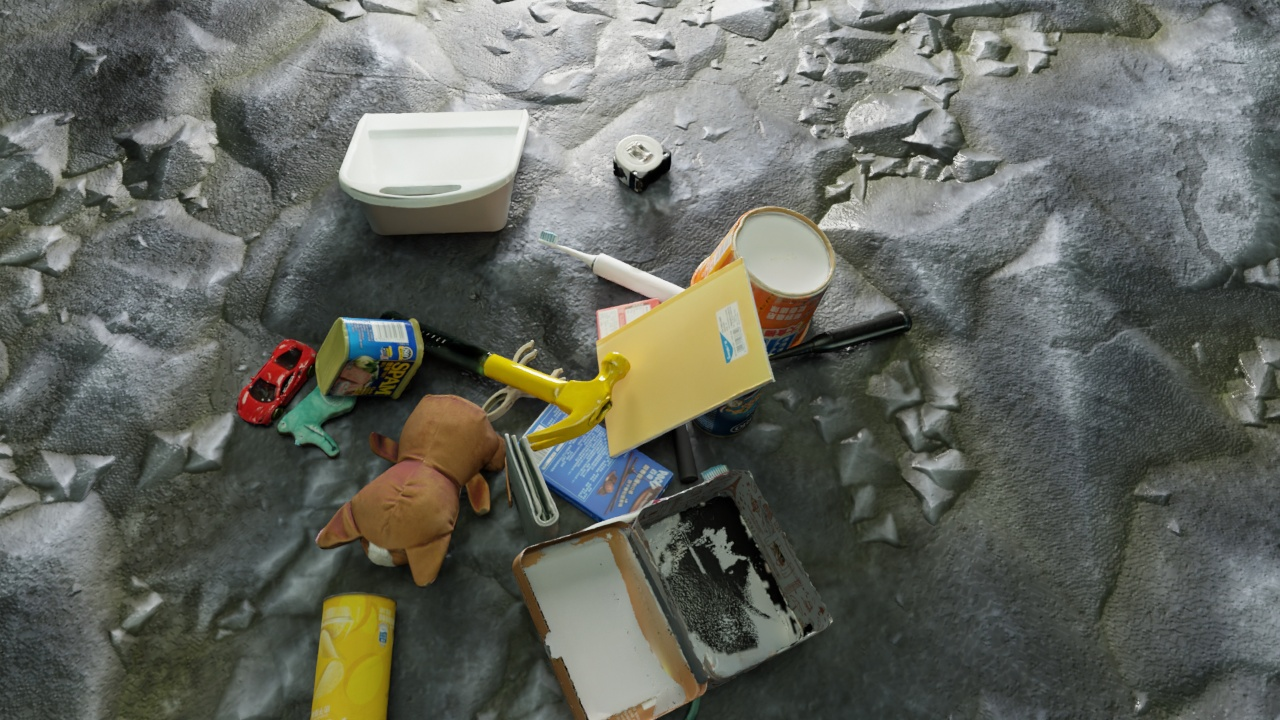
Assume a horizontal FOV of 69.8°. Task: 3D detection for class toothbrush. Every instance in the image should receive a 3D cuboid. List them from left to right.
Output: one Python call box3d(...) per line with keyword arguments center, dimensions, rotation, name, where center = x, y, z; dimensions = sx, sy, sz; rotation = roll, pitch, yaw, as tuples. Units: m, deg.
box3d(center=(-0.025, -0.105, 1.099), dimensions=(0.221, 0.026, 0.026), rotation=(25, 98, 12), name="toothbrush")
box3d(center=(0.009, 0.147, 0.939), dimensions=(0.187, 0.016, 0.017), rotation=(-22, 60, -13), name="toothbrush")
box3d(center=(0.214, -0.022, 1.043), dimensions=(0.212, 0.027, 0.026), rotation=(-14, 53, -18), name="toothbrush")

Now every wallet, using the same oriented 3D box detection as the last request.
box3d(center=(-0.111, 0.139, 0.905), dimensions=(0.037, 0.130, 0.106), rotation=(-18, 63, -15), name="wallet")

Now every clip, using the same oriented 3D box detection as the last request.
box3d(center=(-0.123, 0.031, 1.019), dimensions=(0.096, 0.035, 0.101), rotation=(17, 67, 9), name="clip")

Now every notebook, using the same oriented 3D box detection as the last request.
box3d(center=(0.037, -0.001, 0.945), dimensions=(0.207, 0.010, 0.145), rotation=(-29, 55, 31), name="notebook")

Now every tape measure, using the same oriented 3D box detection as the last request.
box3d(center=(-0.002, -0.255, 1.177), dimensions=(0.066, 0.034, 0.065), rotation=(38, 65, 17), name="tape measure")

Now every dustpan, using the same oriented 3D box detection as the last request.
box3d(center=(-0.249, -0.250, 1.108), dimensions=(0.222, 0.143, 0.257), rotation=(-2, 63, -3), name="dustpan")

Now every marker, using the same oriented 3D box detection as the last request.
box3d(center=(0.041, 0.072, 1.008), dimensions=(0.022, 0.020, 0.131), rotation=(-2, 61, -15), name="marker")

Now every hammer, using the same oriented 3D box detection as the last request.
box3d(center=(-0.165, 0.005, 0.994), dimensions=(0.301, 0.033, 0.128), rotation=(21, 61, 24), name="hammer")

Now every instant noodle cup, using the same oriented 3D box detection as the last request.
box3d(center=(0.142, -0.093, 1.032), dimensions=(0.151, 0.112, 0.151), rotation=(7, 60, -12), name="instant noodle cup")

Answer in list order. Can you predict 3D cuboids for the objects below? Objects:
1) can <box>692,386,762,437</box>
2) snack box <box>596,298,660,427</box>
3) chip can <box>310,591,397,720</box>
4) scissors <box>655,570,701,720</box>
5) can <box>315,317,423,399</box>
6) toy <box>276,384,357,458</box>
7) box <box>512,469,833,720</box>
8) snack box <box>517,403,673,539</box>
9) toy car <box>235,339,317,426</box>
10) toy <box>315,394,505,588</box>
box3d(center=(0.092, 0.026, 0.982), dimensions=(0.075, 0.111, 0.075), rotation=(1, 61, -1), name="can")
box3d(center=(-0.006, 0.006, 1.029), dimensions=(0.075, 0.025, 0.152), rotation=(-11, 61, 9), name="snack box")
box3d(center=(-0.265, 0.325, 0.835), dimensions=(0.072, 0.072, 0.213), rotation=(-2, 61, -3), name="chip can")
box3d(center=(0.030, 0.290, 0.891), dimensions=(0.129, 0.019, 0.184), rotation=(29, 66, 13), name="scissors")
box3d(center=(-0.290, -0.002, 0.977), dimensions=(0.083, 0.102, 0.057), rotation=(2, 57, -36), name="can")
box3d(center=(-0.349, 0.059, 1.001), dimensions=(0.096, 0.030, 0.091), rotation=(42, 73, 11), name="toy")
box3d(center=(0.024, 0.224, 0.854), dimensions=(0.260, 0.103, 0.178), rotation=(-20, 68, -22), name="box")
box3d(center=(-0.053, 0.115, 0.978), dimensions=(0.157, 0.026, 0.084), rotation=(32, 66, 14), name="snack box")
box3d(center=(-0.404, 0.024, 1.017), dimensions=(0.049, 0.031, 0.106), rotation=(26, 66, 13), name="toy car")
box3d(center=(-0.220, 0.130, 0.918), dimensions=(0.140, 0.131, 0.199), rotation=(12, 41, 7), name="toy")
